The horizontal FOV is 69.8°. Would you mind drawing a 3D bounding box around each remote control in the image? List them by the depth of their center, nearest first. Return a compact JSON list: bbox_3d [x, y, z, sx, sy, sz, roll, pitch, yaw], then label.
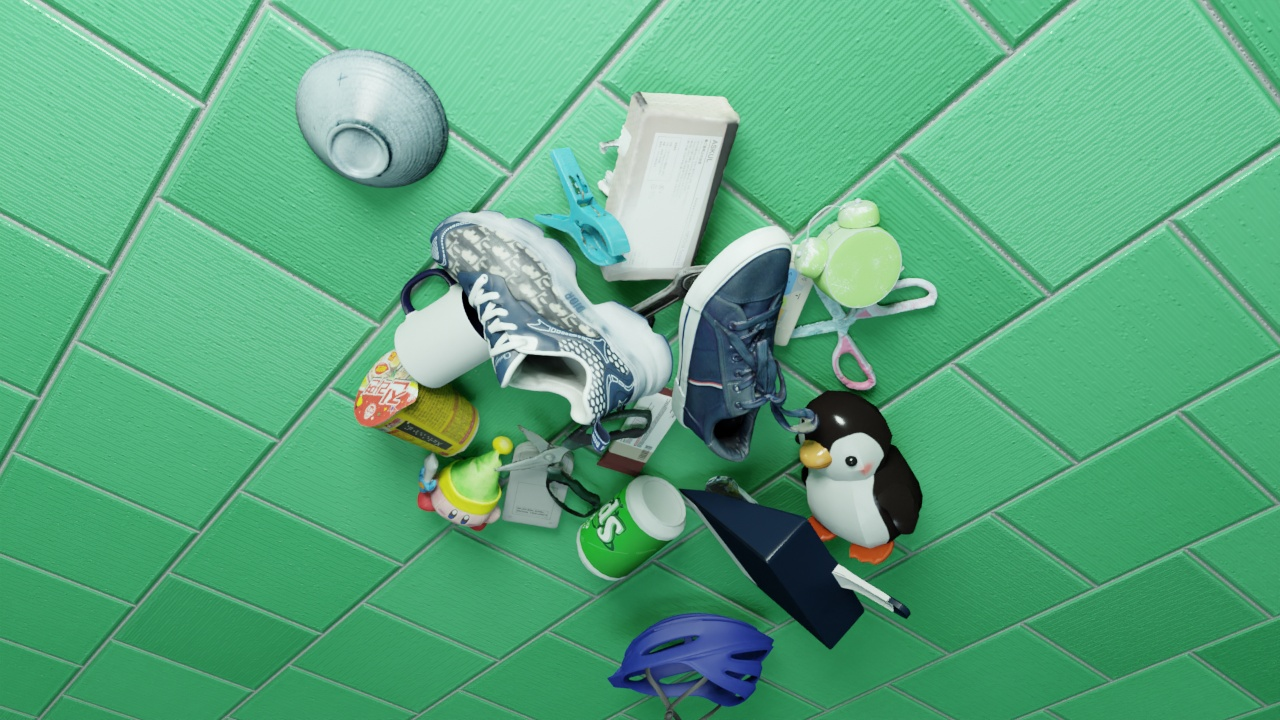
[{"bbox_3d":[0.149,-0.064,0.939,0.038,0.018,0.126,18,132,3],"label":"remote control"},{"bbox_3d":[-0.129,0.157,1.157,0.074,0.019,0.151,10,133,-7],"label":"remote control"}]

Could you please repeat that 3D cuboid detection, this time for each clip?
[{"bbox_3d":[-0.049,-0.134,0.831,0.026,0.116,0.097,-20,145,-34],"label":"clip"}]

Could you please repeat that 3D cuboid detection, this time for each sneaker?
[{"bbox_3d":[-0.106,-0.031,0.863,0.269,0.132,0.103,38,139,4],"label":"sneaker"},{"bbox_3d":[0.112,0.002,0.912,0.120,0.127,0.295,-20,144,-24],"label":"sneaker"}]

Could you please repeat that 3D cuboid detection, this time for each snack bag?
[{"bbox_3d":[0.002,0.084,1.089,0.057,0.013,0.158,17,131,-15],"label":"snack bag"}]

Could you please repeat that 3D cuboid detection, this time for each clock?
[{"bbox_3d":[0.201,-0.099,0.875,0.094,0.042,0.119,-43,117,4],"label":"clock"}]

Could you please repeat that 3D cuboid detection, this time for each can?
[{"bbox_3d":[-0.013,0.212,1.157,0.087,0.087,0.140,29,127,-22],"label":"can"}]

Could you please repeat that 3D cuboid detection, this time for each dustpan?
[{"bbox_3d":[0.200,0.256,1.123,0.080,0.273,0.236,-44,131,-10],"label":"dustpan"}]

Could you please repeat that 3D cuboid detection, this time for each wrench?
[{"bbox_3d":[-0.031,-0.032,0.949,0.274,0.010,0.070,-28,152,34],"label":"wrench"}]

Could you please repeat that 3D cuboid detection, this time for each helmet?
[{"bbox_3d":[0.073,0.473,1.300,0.242,0.227,0.148,-8,141,11],"label":"helmet"}]

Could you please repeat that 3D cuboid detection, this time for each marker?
[{"bbox_3d":[-0.006,0.006,1.019,0.011,0.011,0.152,11,133,-8],"label":"marker"}]

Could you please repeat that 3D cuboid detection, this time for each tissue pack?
[{"bbox_3d":[0.014,-0.160,0.838,0.103,0.071,0.182,-1,138,-17],"label":"tissue pack"}]

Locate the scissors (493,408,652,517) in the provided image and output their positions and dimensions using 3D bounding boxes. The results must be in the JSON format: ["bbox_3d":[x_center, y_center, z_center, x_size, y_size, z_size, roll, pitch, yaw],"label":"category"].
[{"bbox_3d":[-0.069,0.127,1.104,0.202,0.015,0.206,-14,136,7],"label":"scissors"}]

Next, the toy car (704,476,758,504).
[{"bbox_3d":[0.115,0.172,1.155,0.039,0.027,0.090,-25,126,30],"label":"toy car"}]

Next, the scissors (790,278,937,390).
[{"bbox_3d":[0.233,-0.037,0.969,0.177,0.013,0.170,-23,124,24],"label":"scissors"}]

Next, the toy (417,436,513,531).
[{"bbox_3d":[-0.213,0.146,1.125,0.124,0.096,0.132,31,145,-16],"label":"toy"}]

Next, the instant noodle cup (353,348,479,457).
[{"bbox_3d":[-0.244,0.053,1.026,0.101,0.100,0.112,-26,137,24],"label":"instant noodle cup"}]

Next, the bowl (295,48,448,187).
[{"bbox_3d":[-0.243,-0.198,0.811,0.137,0.057,0.137,1,133,1],"label":"bowl"}]

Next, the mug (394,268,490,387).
[{"bbox_3d":[-0.201,-0.041,0.949,0.097,0.078,0.112,-28,98,25],"label":"mug"}]

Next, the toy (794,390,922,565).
[{"bbox_3d":[0.246,0.109,1.041,0.140,0.159,0.184,-37,122,-21],"label":"toy"}]
